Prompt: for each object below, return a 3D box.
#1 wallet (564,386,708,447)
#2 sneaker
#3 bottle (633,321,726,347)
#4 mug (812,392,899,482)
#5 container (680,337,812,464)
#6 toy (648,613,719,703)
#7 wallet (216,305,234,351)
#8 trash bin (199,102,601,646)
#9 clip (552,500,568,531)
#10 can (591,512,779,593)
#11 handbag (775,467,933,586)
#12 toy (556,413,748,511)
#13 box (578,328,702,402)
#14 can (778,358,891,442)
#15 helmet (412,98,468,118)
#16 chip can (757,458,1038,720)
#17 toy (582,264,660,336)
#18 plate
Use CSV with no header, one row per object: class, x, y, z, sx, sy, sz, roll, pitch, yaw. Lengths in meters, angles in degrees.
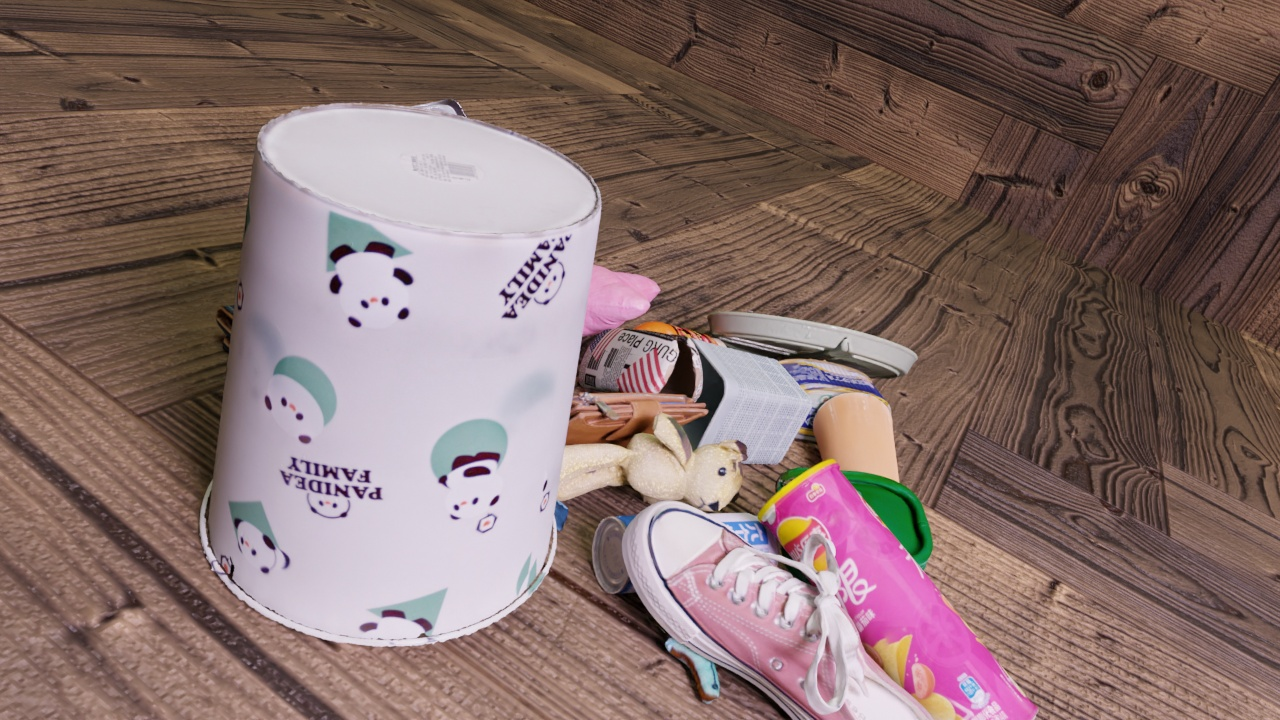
wallet,-0.023,0.048,0.746,0.130,0.119,0.035,1,73,-38
sneaker,0.095,0.165,0.577,0.241,0.088,0.118,41,45,14
bottle,0.046,-0.005,0.957,0.149,0.067,0.067,1,32,-50
mug,0.208,0.096,0.872,0.078,0.078,0.122,19,31,-6
container,0.089,0.042,0.862,0.111,0.090,0.090,9,29,-31
toy,0.052,0.187,0.622,0.091,0.030,0.096,6,37,-20
wallet,-0.278,-0.019,0.760,0.090,0.033,0.115,39,29,26
trash bin,-0.140,-0.002,0.552,0.229,0.252,0.229,12,29,-7
clip,-0.080,0.105,0.682,0.038,0.026,0.058,-19,46,-43
can,0.035,0.139,0.669,0.134,0.053,0.053,5,31,-32
handbag,0.171,0.141,0.755,0.120,0.068,0.131,20,25,-3
toy,0.003,0.087,0.705,0.157,0.105,0.066,0,42,-5
box,-0.012,0.002,0.828,0.082,0.075,0.164,-5,7,-26
can,0.189,0.044,0.952,0.148,0.075,0.049,10,31,-26
helmet,-0.202,-0.156,0.953,0.259,0.146,0.228,33,29,9
chip can,0.173,0.170,0.635,0.071,0.072,0.210,-11,56,-49
toy,-0.071,-0.060,0.931,0.194,0.074,0.178,-7,12,-14
plate,0.183,-0.014,1.000,0.230,0.027,0.230,13,-3,1
